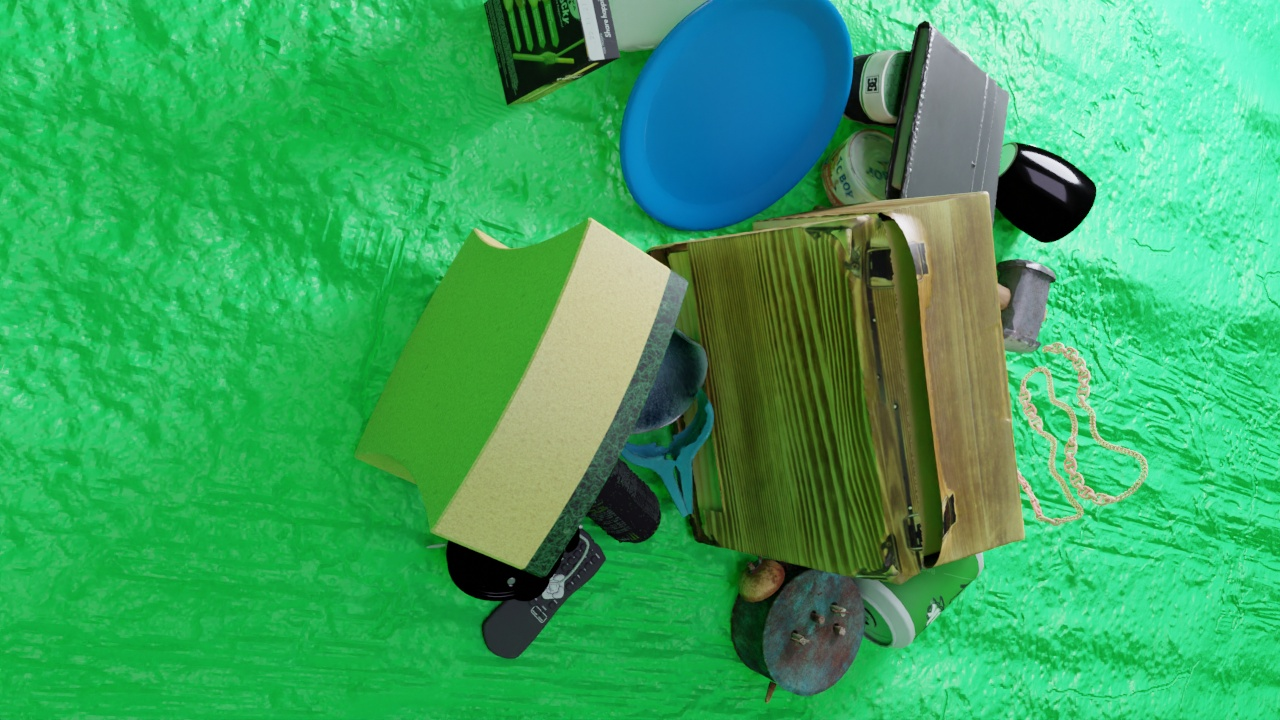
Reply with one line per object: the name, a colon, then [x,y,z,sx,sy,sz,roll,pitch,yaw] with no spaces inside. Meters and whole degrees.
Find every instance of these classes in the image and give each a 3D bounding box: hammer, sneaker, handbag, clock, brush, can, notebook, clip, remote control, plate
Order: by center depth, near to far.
brush: [-0.092,0.012,0.615,0.075,0.250,0.195,30,82,-27]
clock: [-0.098,0.145,0.721,0.120,0.042,0.091,26,108,-28]
can: [-0.033,0.101,0.747,0.054,0.054,0.138,-56,135,-16]
remote control: [-0.081,0.196,0.769,0.124,0.009,0.046,-45,112,-20]
clip: [0.014,0.075,0.770,0.119,0.033,0.121,9,117,-27]
plate: [0.079,-0.210,0.772,0.224,0.024,0.225,-20,139,-19]
clock: [0.149,0.234,0.865,0.121,0.073,0.157,-14,99,-28]
can: [0.222,-0.177,0.887,0.086,0.043,0.086,10,67,-23]
handbag: [0.348,0.056,0.888,0.116,0.188,0.198,33,40,-29]
notebook: [0.303,-0.209,0.889,0.208,0.029,0.169,7,93,-47]
sneaker: [0.263,-0.266,0.911,0.234,0.079,0.084,-10,106,-46]
can: [0.273,0.218,0.926,0.139,0.088,0.088,-34,108,-24]
hammer: [0.307,-0.096,0.956,0.328,0.052,0.098,19,84,-26]

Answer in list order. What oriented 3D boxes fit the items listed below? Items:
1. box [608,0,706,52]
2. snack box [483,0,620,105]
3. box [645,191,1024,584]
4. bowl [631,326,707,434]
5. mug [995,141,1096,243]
box: [0.055,-0.362,0.765,0.185,0.084,0.210,-3,89,-20]
snack box: [-0.069,-0.244,0.673,0.025,0.148,0.080,-17,101,-28]
box: [0.153,0.020,0.753,0.220,0.259,0.279,-12,100,-16]
bowl: [-0.005,0.004,0.767,0.110,0.055,0.110,-9,123,-14]
mug: [0.426,-0.200,1.003,0.100,0.085,0.118,29,48,-16]
